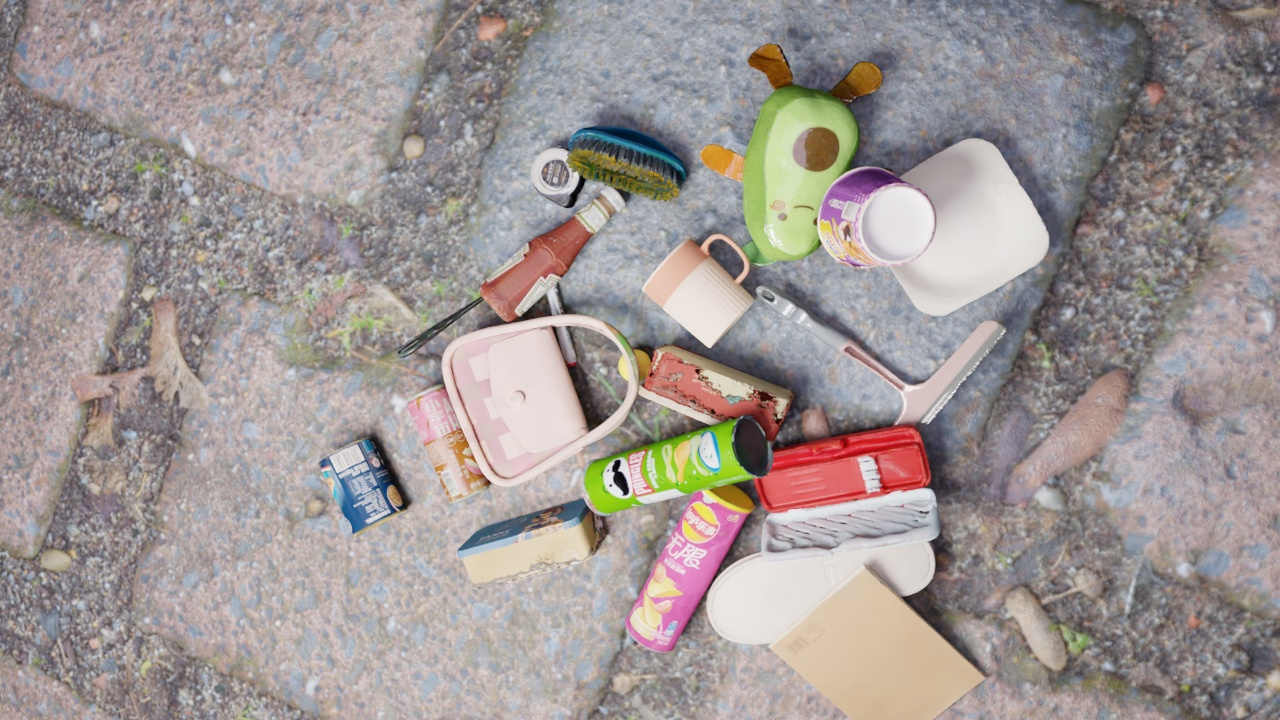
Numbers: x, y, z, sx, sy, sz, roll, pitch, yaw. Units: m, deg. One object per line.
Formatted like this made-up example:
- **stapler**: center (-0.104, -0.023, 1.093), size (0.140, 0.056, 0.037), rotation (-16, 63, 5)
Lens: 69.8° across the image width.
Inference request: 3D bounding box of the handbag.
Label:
- **handbag**: center (-0.109, 0.033, 1.115), size (0.234, 0.093, 0.193), rotation (-21, 91, 15)

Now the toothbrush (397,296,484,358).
- **toothbrush**: center (-0.245, -0.053, 1.182), size (0.181, 0.018, 0.015), rotation (-33, 90, 14)

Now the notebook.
- **notebook**: center (0.274, 0.349, 1.064), size (0.211, 0.012, 0.150), rotation (42, 103, -11)

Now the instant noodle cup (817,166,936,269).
- **instant noodle cup**: center (0.255, -0.147, 0.969), size (0.111, 0.099, 0.111), rotation (-2, 104, -7)

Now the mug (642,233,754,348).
- **mug**: center (0.079, -0.089, 1.072), size (0.106, 0.081, 0.115), rotation (43, 103, 5)

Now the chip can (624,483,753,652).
- **chip can**: center (0.057, 0.245, 1.100), size (0.071, 0.071, 0.211), rotation (29, 104, 9)

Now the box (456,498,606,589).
- **box**: center (-0.139, 0.229, 1.142), size (0.184, 0.089, 0.060), rotation (-16, 97, 12)

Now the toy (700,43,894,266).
- **toy**: center (0.179, -0.225, 1.033), size (0.227, 0.090, 0.247), rotation (8, 99, -3)

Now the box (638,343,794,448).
- **box**: center (0.093, 0.031, 1.073), size (0.168, 0.091, 0.076), rotation (22, 101, 10)

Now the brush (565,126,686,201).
- **brush**: center (-0.014, -0.241, 1.088), size (0.144, 0.055, 0.073), rotation (18, 60, -5)

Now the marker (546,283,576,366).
- **marker**: center (-0.104, -0.063, 1.149), size (0.017, 0.017, 0.145), rotation (-15, 91, 13)

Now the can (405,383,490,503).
- **can**: center (-0.245, 0.106, 1.172), size (0.058, 0.057, 0.147), rotation (-24, 89, 13)

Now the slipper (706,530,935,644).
- **slipper**: center (0.209, 0.259, 1.081), size (0.274, 0.054, 0.114), rotation (-21, 91, 9)

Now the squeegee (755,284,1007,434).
- **squeegee**: center (0.239, -0.014, 1.062), size (0.249, 0.040, 0.248), rotation (36, 113, 7)

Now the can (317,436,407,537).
- **can**: center (-0.362, 0.162, 1.194), size (0.075, 0.075, 0.111), rotation (-28, 87, 13)

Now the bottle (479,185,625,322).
- **bottle**: center (-0.103, -0.133, 1.110), size (0.206, 0.060, 0.060), rotation (-43, 84, -2)

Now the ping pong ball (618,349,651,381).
- **ping pong ball**: center (-0.007, 0.007, 1.119), size (0.040, 0.040, 0.040), rotation (1, 94, 13)

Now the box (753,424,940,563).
- **box**: center (0.226, 0.154, 1.036), size (0.202, 0.098, 0.119), rotation (-14, 103, 21)

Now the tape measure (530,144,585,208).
- **tape measure**: center (-0.100, -0.228, 1.127), size (0.066, 0.033, 0.066), rotation (31, 98, 7)

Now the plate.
- **plate**: center (0.352, -0.148, 1.030), size (0.164, 0.034, 0.163), rotation (-30, 87, 14)

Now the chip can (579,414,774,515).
- **chip can**: center (0.037, 0.124, 1.055), size (0.237, 0.072, 0.072), rotation (-20, 89, 39)
